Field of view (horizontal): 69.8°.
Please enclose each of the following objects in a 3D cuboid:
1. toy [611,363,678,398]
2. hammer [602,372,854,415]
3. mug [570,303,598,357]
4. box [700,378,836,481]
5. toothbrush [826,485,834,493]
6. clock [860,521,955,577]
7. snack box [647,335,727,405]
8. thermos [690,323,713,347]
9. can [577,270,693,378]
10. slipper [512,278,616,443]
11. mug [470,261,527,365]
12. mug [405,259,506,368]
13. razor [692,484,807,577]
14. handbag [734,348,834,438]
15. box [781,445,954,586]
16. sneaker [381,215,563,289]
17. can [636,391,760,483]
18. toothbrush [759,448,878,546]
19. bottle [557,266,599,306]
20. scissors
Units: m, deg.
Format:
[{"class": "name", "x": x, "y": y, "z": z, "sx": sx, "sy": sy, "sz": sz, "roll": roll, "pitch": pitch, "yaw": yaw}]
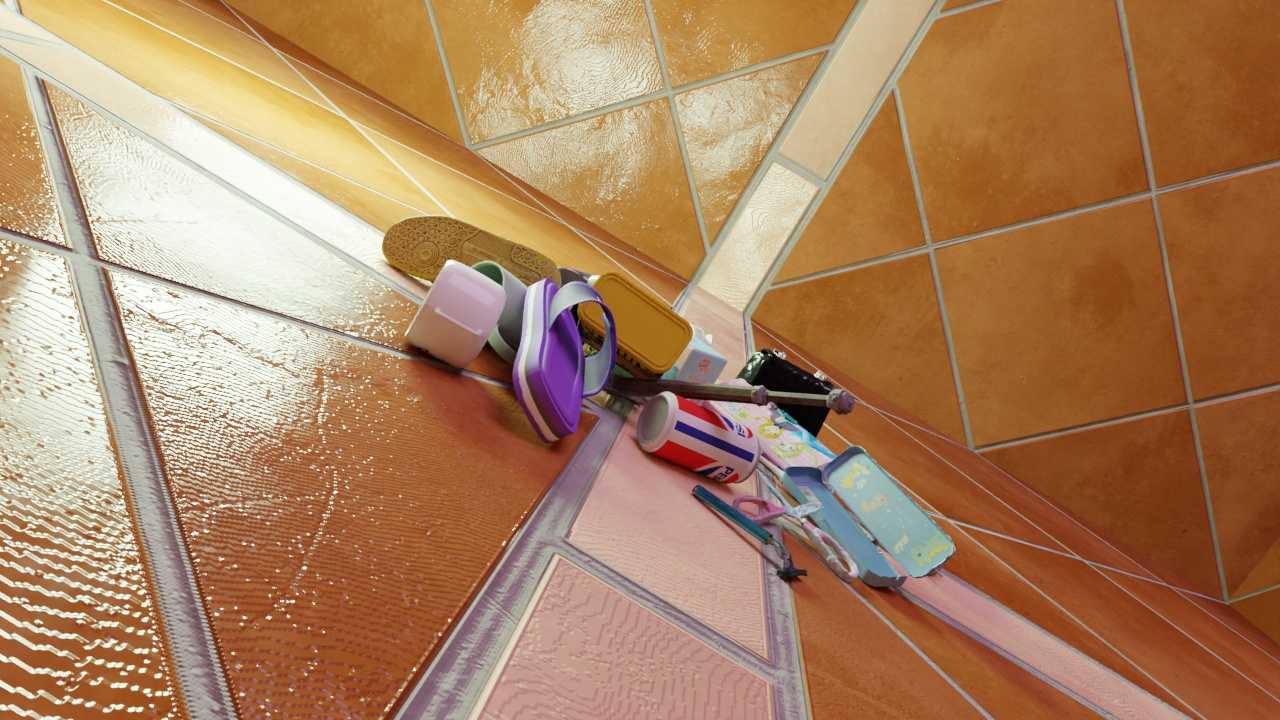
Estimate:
[{"class": "toy", "x": -0.007, "y": 0.007, "z": 1.181, "sx": 0.105, "sy": 0.085, "sz": 0.033, "roll": 48, "pitch": -19, "yaw": -14}, {"class": "hammer", "x": 0.084, "y": 0.035, "z": 1.011, "sx": 0.318, "sy": 0.028, "sz": 0.147, "roll": 3, "pitch": -15, "yaw": 37}, {"class": "mug", "x": -0.052, "y": -0.036, "z": 1.240, "sx": 0.098, "sy": 0.082, "sz": 0.118, "roll": 24, "pitch": 12, "yaw": -31}, {"class": "box", "x": 0.176, "y": 0.114, "z": 1.307, "sx": 0.084, "sy": 0.071, "sz": 0.230, "roll": -15, "pitch": 37, "yaw": -29}, {"class": "toothbrush", "x": 0.237, "y": 0.154, "z": 1.343, "sx": 0.022, "sy": 0.015, "sz": 0.154, "roll": -10, "pitch": 26, "yaw": -16}, {"class": "clock", "x": 0.356, "y": 0.231, "z": 1.243, "sx": 0.122, "sy": 0.045, "sz": 0.159, "roll": 29, "pitch": 10, "yaw": -10}, {"class": "snack box", "x": 0.048, "y": 0.012, "z": 1.263, "sx": 0.079, "sy": 0.095, "sz": 0.093, "roll": 39, "pitch": 14, "yaw": 35}, {"class": "thermos", "x": 0.003, "y": -0.030, "z": 1.374, "sx": 0.220, "sy": 0.099, "sz": 0.099, "roll": 20, "pitch": 14, "yaw": -23}, {"class": "can", "x": -0.011, "y": -0.034, "z": 1.109, "sx": 0.131, "sy": 0.072, "sz": 0.101, "roll": 35, "pitch": -15, "yaw": 2}, {"class": "slipper", "x": -0.063, "y": -0.015, "z": 0.941, "sx": 0.266, "sy": 0.084, "sz": 0.107, "roll": -91, "pitch": 156, "yaw": -66}, {"class": "mug", "x": -0.150, "y": -0.041, "z": 1.029, "sx": 0.104, "sy": 0.084, "sz": 0.111, "roll": 37, "pitch": 25, "yaw": -48}, {"class": "mug", "x": -0.178, "y": -0.043, "z": 0.891, "sx": 0.068, "sy": 0.094, "sz": 0.115, "roll": 29, "pitch": 3, "yaw": -15}, {"class": "razor", "x": 0.107, "y": 0.167, "z": 0.918, "sx": 0.144, "sy": 0.022, "sz": 0.042, "roll": 37, "pitch": 11, "yaw": 33}, {"class": "handbag", "x": 0.221, "y": 0.052, "z": 1.469, "sx": 0.153, "sy": 0.125, "sz": 0.114, "roll": 28, "pitch": 11, "yaw": -14}, {"class": "box", "x": 0.266, "y": 0.186, "z": 1.095, "sx": 0.124, "sy": 0.043, "sz": 0.209, "roll": -15, "pitch": 36, "yaw": -16}, {"class": "sneaker", "x": -0.201, "y": -0.110, "z": 1.166, "sx": 0.239, "sy": 0.086, "sz": 0.122, "roll": 19, "pitch": -11, "yaw": 13}, {"class": "can", "x": 0.065, "y": 0.088, "z": 1.029, "sx": 0.132, "sy": 0.070, "sz": 0.070, "roll": 25, "pitch": 12, "yaw": -28}, {"class": "toothbrush", "x": 0.210, "y": 0.170, "z": 1.168, "sx": 0.026, "sy": 0.027, "sz": 0.222, "roll": -14, "pitch": 39, "yaw": -37}, {"class": "bottle", "x": -0.114, "y": -0.103, "z": 1.280, "sx": 0.174, "sy": 0.046, "sz": 0.083, "roll": 5, "pitch": -2, "yaw": 27}, {"class": "scissors", "x": 0.171, "y": 0.181, "z": 1.009, "sx": 0.177, "sy": 0.013, "sz": 0.170, "roll": 44, "pitch": 23, "yaw": 29}]
